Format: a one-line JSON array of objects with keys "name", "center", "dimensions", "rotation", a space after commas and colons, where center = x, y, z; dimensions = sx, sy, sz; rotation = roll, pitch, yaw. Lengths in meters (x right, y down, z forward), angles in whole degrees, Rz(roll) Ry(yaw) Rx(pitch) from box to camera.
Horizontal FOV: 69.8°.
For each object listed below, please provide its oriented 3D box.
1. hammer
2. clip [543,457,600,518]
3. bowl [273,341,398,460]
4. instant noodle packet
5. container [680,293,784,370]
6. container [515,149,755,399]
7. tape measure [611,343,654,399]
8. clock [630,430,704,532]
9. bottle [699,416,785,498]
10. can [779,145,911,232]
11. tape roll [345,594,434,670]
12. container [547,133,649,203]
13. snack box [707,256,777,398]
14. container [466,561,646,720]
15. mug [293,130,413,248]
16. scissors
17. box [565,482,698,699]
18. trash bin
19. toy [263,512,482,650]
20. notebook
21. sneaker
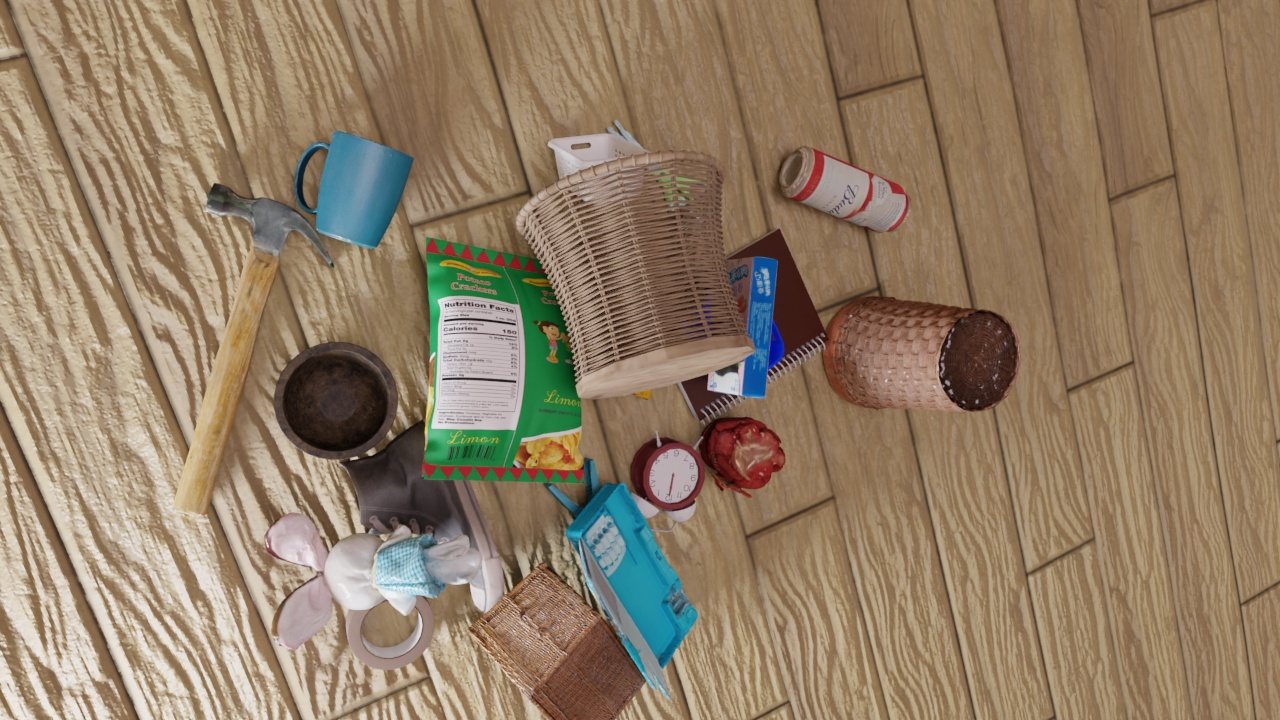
[{"name": "hammer", "center": [-0.414, -0.003, 0.940], "dimensions": [0.132, 0.033, 0.330], "rotation": [16, 90, -24]}, {"name": "clip", "center": [-0.073, 0.191, 1.099], "dimensions": [0.113, 0.028, 0.127], "rotation": [-39, 108, -11]}, {"name": "bowl", "center": [-0.318, 0.044, 0.965], "dimensions": [0.121, 0.056, 0.121], "rotation": [2, 83, -16]}, {"name": "instant noodle packet", "center": [-0.144, 0.004, 0.995], "dimensions": [0.195, 0.091, 0.252], "rotation": [7, 75, -38]}, {"name": "container", "center": [0.107, -0.031, 1.107], "dimensions": [0.096, 0.058, 0.114], "rotation": [-37, 105, -15]}, {"name": "container", "center": [0.002, -0.079, 0.957], "dimensions": [0.226, 0.227, 0.196], "rotation": [-11, 81, -21]}, {"name": "tape measure", "center": [-0.007, 0.006, 1.103], "dimensions": [0.059, 0.030, 0.068], "rotation": [20, 87, -24]}, {"name": "clock", "center": [0.032, 0.149, 1.126], "dimensions": [0.087, 0.044, 0.124], "rotation": [9, 91, -22]}, {"name": "bottle", "center": [0.123, 0.119, 1.123], "dimensions": [0.098, 0.111, 0.099], "rotation": [-2, 96, -22]}, {"name": "can", "center": [0.260, -0.215, 1.166], "dimensions": [0.170, 0.067, 0.067], "rotation": [16, 89, -23]}, {"name": "tape roll", "center": [-0.279, 0.294, 1.024], "dimensions": [0.093, 0.030, 0.094], "rotation": [-2, 97, -22]}, {"name": "container", "center": [-0.046, -0.213, 1.019], "dimensions": [0.080, 0.129, 0.050], "rotation": [-11, 117, -21]}, {"name": "snack box", "center": [0.114, -0.038, 1.030], "dimensions": [0.033, 0.088, 0.154], "rotation": [5, 91, -22]}, {"name": "container", "center": [-0.088, 0.332, 1.022], "dimensions": [0.112, 0.114, 0.199], "rotation": [-43, 140, -17]}, {"name": "mug", "center": [-0.302, -0.177, 0.946], "dimensions": [0.112, 0.084, 0.104], "rotation": [18, 95, 6]}, {"name": "scissors", "center": [0.026, -0.227, 1.102], "dimensions": [0.175, 0.033, 0.072], "rotation": [44, 83, -23]}, {"name": "box", "center": [-0.013, 0.279, 1.064], "dimensions": [0.074, 0.180, 0.227], "rotation": [-16, 116, 23]}, {"name": "trash bin", "center": [0.347, -0.002, 1.147], "dimensions": [0.151, 0.210, 0.151], "rotation": [-2, 97, -21]}, {"name": "toy", "center": [-0.258, 0.203, 0.921], "dimensions": [0.205, 0.105, 0.131], "rotation": [-10, 86, 4]}, {"name": "notebook", "center": [0.125, -0.042, 1.156], "dimensions": [0.208, 0.022, 0.171], "rotation": [-31, 104, -16]}, {"name": "sneaker", "center": [-0.230, 0.187, 1.001], "dimensions": [0.119, 0.095, 0.235], "rotation": [-24, 107, -15]}]
